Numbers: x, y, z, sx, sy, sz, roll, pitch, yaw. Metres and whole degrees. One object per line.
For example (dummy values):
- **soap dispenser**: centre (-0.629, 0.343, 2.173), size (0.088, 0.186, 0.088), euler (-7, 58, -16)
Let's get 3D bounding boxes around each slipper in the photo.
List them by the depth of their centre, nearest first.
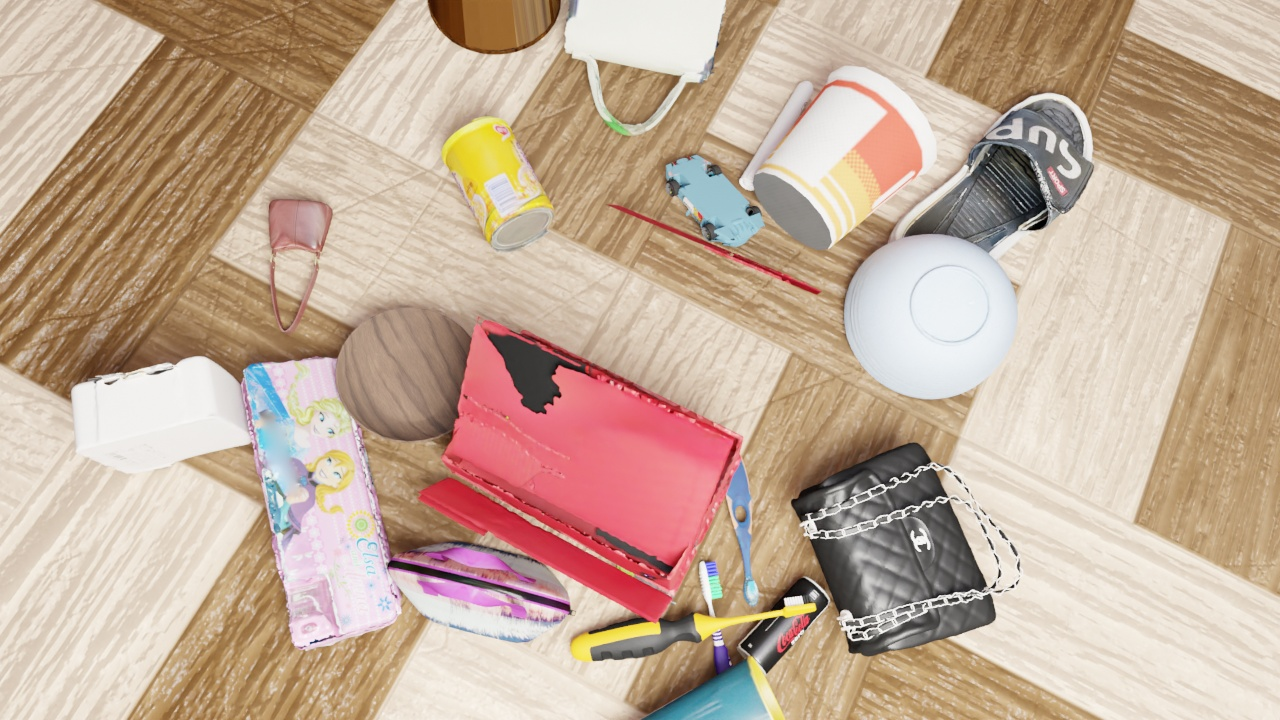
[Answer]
- **slipper**: centre (0.345, -0.164, 0.864), size (0.263, 0.063, 0.111), euler (-40, 80, -12)

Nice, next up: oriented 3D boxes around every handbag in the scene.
- **handbag**: centre (-0.116, 0.163, 0.666), size (0.144, 0.170, 0.068), euler (14, 72, 0)
- **handbag**: centre (0.202, 0.149, 0.719), size (0.125, 0.115, 0.153), euler (-14, 77, -21)
- **handbag**: centre (-0.305, -0.082, 0.806), size (0.055, 0.029, 0.119), euler (3, 77, -2)
- **handbag**: centre (0.000, -0.303, 0.886), size (0.151, 0.074, 0.176), euler (10, 91, 0)

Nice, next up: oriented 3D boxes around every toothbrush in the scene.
- **toothbrush**: centre (0.041, 0.212, 0.726), size (0.197, 0.031, 0.030), euler (-11, 50, 2)
- **toothbrush**: centre (0.069, 0.254, 0.734), size (0.016, 0.015, 0.186), euler (-8, 74, -7)
- **toothbrush**: centre (0.085, 0.137, 0.771), size (0.021, 0.017, 0.135), euler (-5, 73, -7)

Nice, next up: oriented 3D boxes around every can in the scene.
- **can**: centre (0.116, 0.213, 0.741), size (0.080, 0.032, 0.031), euler (-43, 80, -15)
- **can**: centre (-0.127, -0.157, 0.820), size (0.067, 0.068, 0.105), euler (-26, 77, -12)

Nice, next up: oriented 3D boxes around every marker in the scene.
- **marker**: centre (0.133, -0.220, 0.885), size (0.017, 0.020, 0.133), euler (29, 73, 6)

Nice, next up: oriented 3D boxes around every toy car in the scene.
- **toy car**: centre (0.065, -0.144, 0.851), size (0.060, 0.028, 0.107), euler (-24, 61, -24)

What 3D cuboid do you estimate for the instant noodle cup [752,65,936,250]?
- **instant noodle cup**: centre (0.177, -0.175, 0.829), size (0.123, 0.123, 0.121), euler (43, 82, 9)

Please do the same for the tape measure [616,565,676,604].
- **tape measure**: centre (0.011, 0.157, 0.748), size (0.058, 0.036, 0.065), euler (20, 73, 2)

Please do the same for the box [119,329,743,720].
- **box**: centre (-0.094, 0.144, 0.625), size (0.213, 0.128, 0.423), euler (26, 39, 12)

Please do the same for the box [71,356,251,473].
- **box**: centre (-0.381, 0.023, 0.725), size (0.108, 0.102, 0.101), euler (-17, 73, -8)

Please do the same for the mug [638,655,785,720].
- **mug**: centre (0.045, 0.282, 0.685), size (0.121, 0.078, 0.078), euler (-27, 76, 5)

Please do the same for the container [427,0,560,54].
- **container**: centre (-0.138, -0.388, 0.838), size (0.132, 0.167, 0.132), euler (1, 72, -4)

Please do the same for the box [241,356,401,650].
- **box**: centre (-0.257, 0.105, 0.729), size (0.084, 0.063, 0.230), euler (-15, 74, -10)

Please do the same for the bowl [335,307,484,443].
- **bowl**: centre (-0.194, 0.016, 0.773), size (0.119, 0.032, 0.119), euler (5, 68, -13)

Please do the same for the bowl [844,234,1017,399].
- **bowl**: centre (0.258, -0.042, 0.793), size (0.150, 0.075, 0.150), euler (0, 86, 2)
